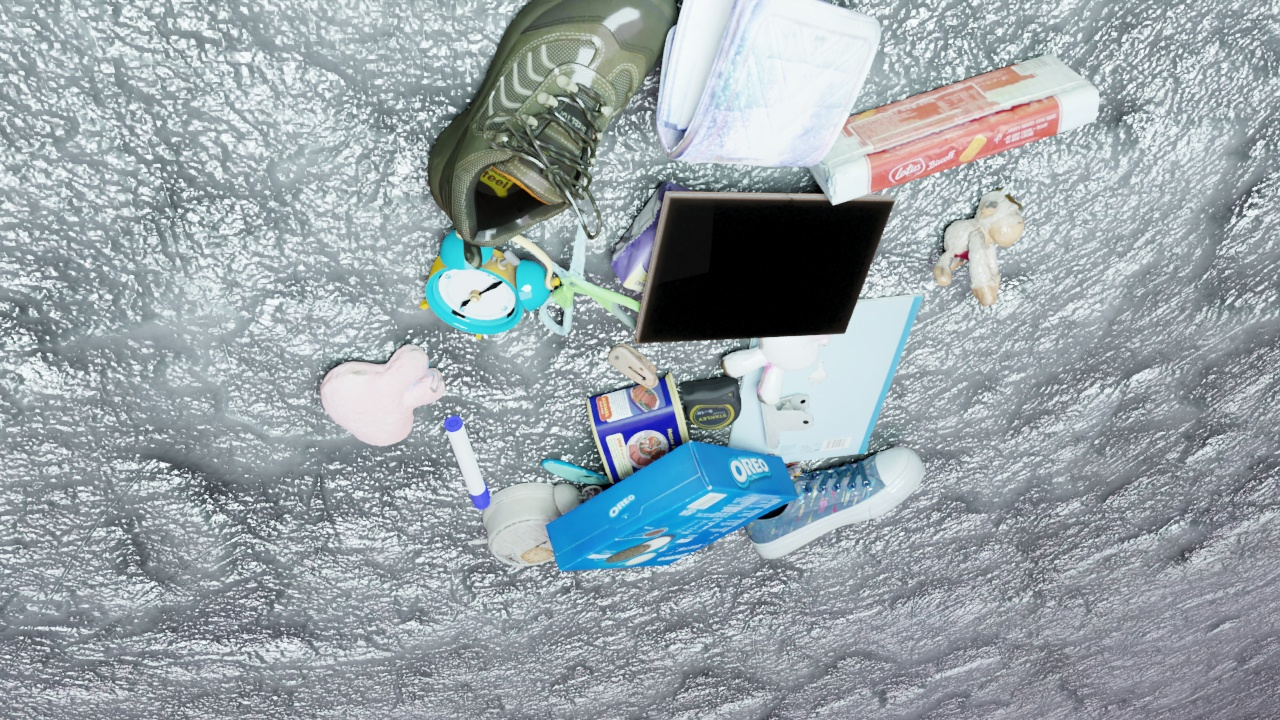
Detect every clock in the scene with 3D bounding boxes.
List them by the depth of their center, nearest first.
[{"bbox_3d":[-0.131,-0.066,0.776,0.099,0.043,0.130,29,136,-23],"label":"clock"},{"bbox_3d":[-0.109,0.183,1.038,0.157,0.061,0.103,-30,136,17],"label":"clock"}]

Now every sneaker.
[{"bbox_3d":[-0.064,-0.159,0.638,0.101,0.142,0.238,28,121,-37],"label":"sneaker"},{"bbox_3d":[0.224,0.158,1.115,0.236,0.087,0.079,-31,115,21],"label":"sneaker"}]

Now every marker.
[{"bbox_3d":[-0.182,0.110,0.973,0.020,0.020,0.142,-12,137,-5],"label":"marker"}]

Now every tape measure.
[{"bbox_3d":[0.076,0.044,0.971,0.062,0.034,0.061,-6,133,6],"label":"tape measure"}]

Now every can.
[{"bbox_3d":[0.000,0.075,0.964,0.092,0.056,0.116,-15,137,0],"label":"can"}]

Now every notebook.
[{"bbox_3d":[0.105,-0.077,0.782,0.209,0.008,0.142,-3,128,-21],"label":"notebook"},{"bbox_3d":[0.194,0.031,1.012,0.181,0.009,0.254,-5,136,-11],"label":"notebook"}]

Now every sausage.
[{"bbox_3d":[0.133,0.157,1.109,0.155,0.020,0.020,-29,136,20],"label":"sausage"}]

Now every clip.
[{"bbox_3d":[-0.004,0.003,0.917,0.026,0.059,0.052,-44,170,28],"label":"clip"},{"bbox_3d":[0.160,0.055,1.009,0.055,0.045,0.102,-11,138,5],"label":"clip"}]

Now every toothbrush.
[{"bbox_3d":[-0.052,0.132,1.036,0.135,0.017,0.022,18,130,-32],"label":"toothbrush"}]

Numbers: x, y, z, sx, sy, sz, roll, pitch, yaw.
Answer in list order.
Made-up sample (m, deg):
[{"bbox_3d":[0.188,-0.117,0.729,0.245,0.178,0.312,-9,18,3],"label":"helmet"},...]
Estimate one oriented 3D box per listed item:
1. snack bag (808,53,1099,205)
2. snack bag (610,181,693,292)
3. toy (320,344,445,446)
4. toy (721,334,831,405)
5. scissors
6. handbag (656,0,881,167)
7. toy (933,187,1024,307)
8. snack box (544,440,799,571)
[{"bbox_3d":[0.248,-0.190,0.749,0.225,0.077,0.041,-19,134,2],"label":"snack bag"},{"bbox_3d":[0.078,-0.091,0.817,0.205,0.058,0.097,15,131,-33],"label":"snack bag"},{"bbox_3d":[-0.235,0.031,0.853,0.105,0.053,0.108,-29,136,-2],"label":"toy"},{"bbox_3d":[0.145,-0.011,0.922,0.079,0.038,0.123,38,116,-26],"label":"toy"},{"bbox_3d":[-0.060,-0.066,0.792,0.171,0.023,0.173,37,151,-13],"label":"scissors"},{"bbox_3d":[0.086,-0.203,0.657,0.158,0.069,0.127,-7,127,-44],"label":"handbag"},{"bbox_3d":[0.330,-0.112,0.871,0.085,0.074,0.106,-10,125,-55],"label":"toy"},{"bbox_3d":[0.042,0.165,1.007,0.196,0.056,0.238,-32,156,22],"label":"snack box"}]
